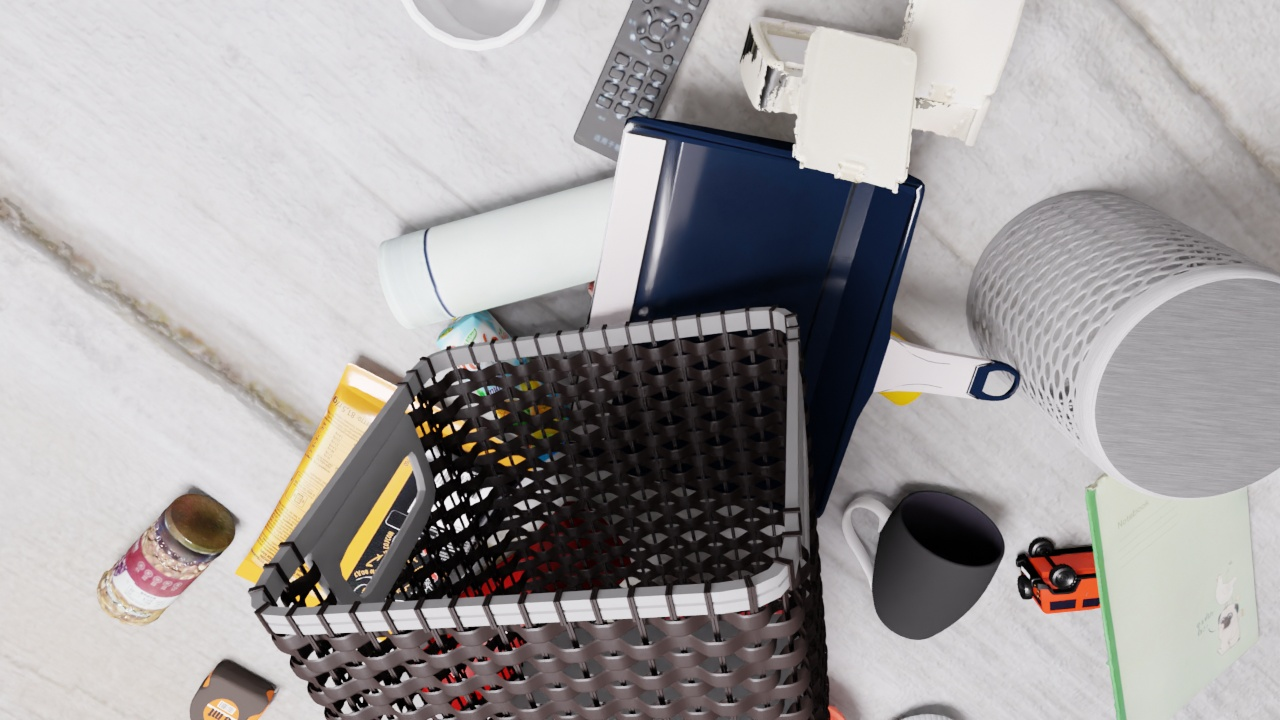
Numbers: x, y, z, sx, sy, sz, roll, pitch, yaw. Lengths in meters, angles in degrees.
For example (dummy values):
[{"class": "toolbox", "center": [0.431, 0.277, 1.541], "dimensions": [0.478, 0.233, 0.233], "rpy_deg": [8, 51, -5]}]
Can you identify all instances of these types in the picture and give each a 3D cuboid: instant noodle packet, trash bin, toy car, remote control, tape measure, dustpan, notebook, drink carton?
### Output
[{"class": "instant noodle packet", "center": [-0.207, 0.126, 0.734], "dimensions": [0.160, 0.032, 0.221], "rpy_deg": [29, 109, -13]}, {"class": "trash bin", "center": [0.319, -0.014, 0.593], "dimensions": [0.156, 0.183, 0.157], "rpy_deg": [0, 111, 0]}, {"class": "toy car", "center": [0.356, 0.172, 0.737], "dimensions": [0.100, 0.051, 0.049], "rpy_deg": [-6, 108, 3]}, {"class": "remote control", "center": [0.005, -0.206, 0.609], "dimensions": [0.047, 0.022, 0.150], "rpy_deg": [24, 108, -8]}, {"class": "tape measure", "center": [-0.359, 0.298, 0.803], "dimensions": [0.058, 0.038, 0.059], "rpy_deg": [35, 94, -13]}, {"class": "dustpan", "center": [0.107, -0.012, 0.596], "dimensions": [0.273, 0.080, 0.237], "rpy_deg": [6, 112, -15]}, {"class": "notebook", "center": [0.415, 0.163, 0.707], "dimensions": [0.181, 0.010, 0.253], "rpy_deg": [-26, 112, -22]}, {"class": "drink carton", "center": [-0.098, 0.016, 0.686], "dimensions": [0.044, 0.038, 0.129], "rpy_deg": [-34, 108, 13]}]

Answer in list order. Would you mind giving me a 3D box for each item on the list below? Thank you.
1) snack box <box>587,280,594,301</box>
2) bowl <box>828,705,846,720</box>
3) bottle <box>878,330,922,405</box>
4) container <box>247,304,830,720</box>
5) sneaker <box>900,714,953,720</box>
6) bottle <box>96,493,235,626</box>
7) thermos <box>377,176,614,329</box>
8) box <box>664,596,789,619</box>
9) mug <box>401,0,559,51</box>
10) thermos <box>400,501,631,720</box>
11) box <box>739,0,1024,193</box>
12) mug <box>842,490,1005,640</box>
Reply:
[{"class": "snack box", "center": [-0.004, 0.004, 0.663], "dimensions": [0.072, 0.072, 0.121], "rpy_deg": [3, 112, -1]}, {"class": "bowl", "center": [0.120, 0.331, 0.804], "dimensions": [0.130, 0.045, 0.131], "rpy_deg": [0, 111, 1]}, {"class": "bottle", "center": [0.144, -0.022, 0.666], "dimensions": [0.143, 0.043, 0.043], "rpy_deg": [33, 108, -12]}, {"class": "container", "center": [-0.016, 0.143, 0.526], "dimensions": [0.246, 0.246, 0.244], "rpy_deg": [-7, 118, 13]}, {"class": "sneaker", "center": [0.230, 0.424, 0.817], "dimensions": [0.089, 0.087, 0.236], "rpy_deg": [11, 111, -4]}, {"class": "bottle", "center": [-0.381, 0.161, 0.737], "dimensions": [0.056, 0.056, 0.105], "rpy_deg": [43, 106, -15]}, {"class": "thermos", "center": [-0.063, -0.080, 0.634], "dimensions": [0.230, 0.067, 0.068], "rpy_deg": [-15, 111, 5]}, {"class": "box", "center": [0.063, 0.263, 0.728], "dimensions": [0.129, 0.087, 0.157], "rpy_deg": [-2, 85, 10]}, {"class": "mug", "center": [-0.109, -0.245, 0.556], "dimensions": [0.121, 0.090, 0.091], "rpy_deg": [25, 109, -9]}, {"class": "thermos", "center": [-0.111, 0.199, 0.731], "dimensions": [0.199, 0.084, 0.108], "rpy_deg": [-44, 122, 14]}, {"class": "box", "center": [0.145, -0.178, 0.516], "dimensions": [0.143, 0.187, 0.105], "rpy_deg": [6, 127, -8]}, {"class": "mug", "center": [0.211, 0.159, 0.726], "dimensions": [0.119, 0.084, 0.100], "rpy_deg": [28, 126, 21]}]
